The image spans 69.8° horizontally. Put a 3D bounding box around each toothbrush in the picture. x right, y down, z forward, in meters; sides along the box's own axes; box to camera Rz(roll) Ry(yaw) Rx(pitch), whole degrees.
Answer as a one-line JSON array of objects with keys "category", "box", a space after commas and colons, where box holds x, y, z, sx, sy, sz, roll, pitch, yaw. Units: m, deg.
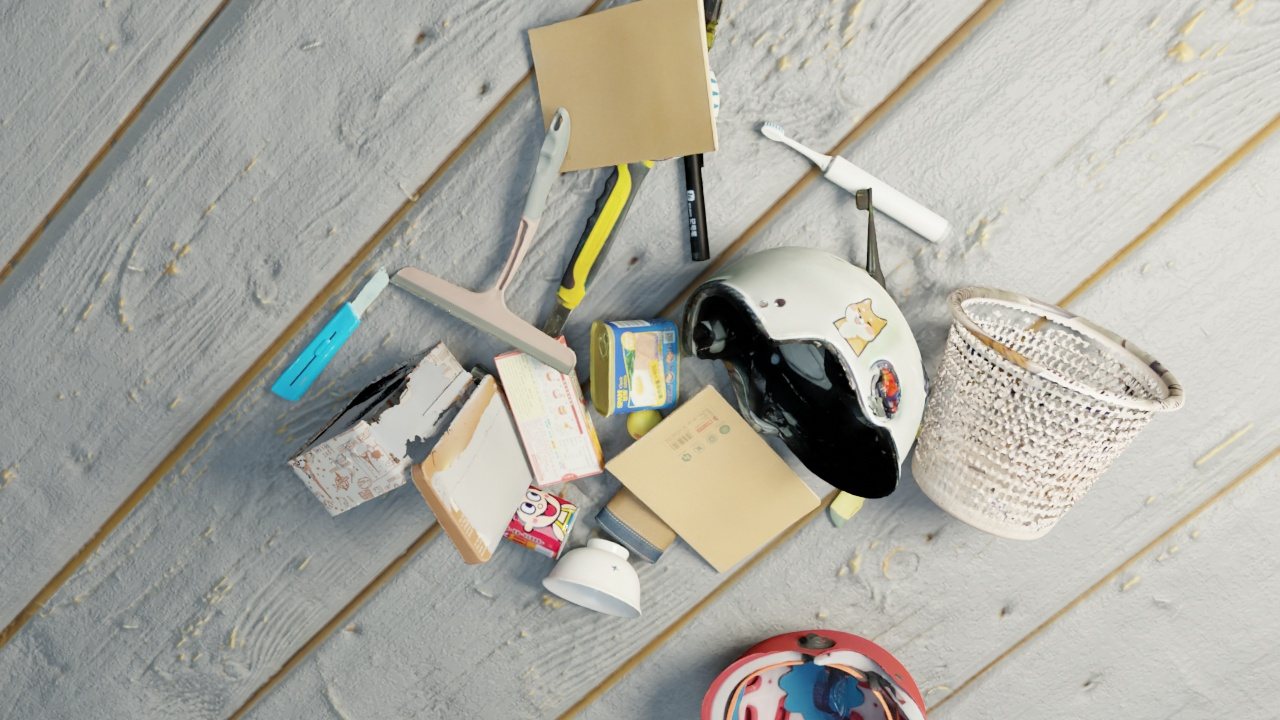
[{"category": "toothbrush", "box": [0.222, -0.187, 0.952, 0.221, 0.026, 0.027, 30, 138, -1]}, {"category": "toothbrush", "box": [0.244, -0.075, 0.963, 0.027, 0.026, 0.213, -4, 108, 16]}]

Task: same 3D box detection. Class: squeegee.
[{"category": "squeegee", "box": [-0.123, -0.147, 0.978, 0.248, 0.040, 0.250, 28, 102, 20]}]

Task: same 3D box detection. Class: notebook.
[{"category": "notebook", "box": [-0.022, -0.271, 0.911, 0.212, 0.012, 0.149, 2, 106, 37]}, {"category": "notebook", "box": [0.083, 0.136, 1.012, 0.148, 0.008, 0.207, -39, 115, 14]}]

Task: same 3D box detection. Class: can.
[{"category": "can", "box": [-0.006, 0.006, 0.988, 0.083, 0.057, 0.102, -5, 104, -23]}, {"category": "can", "box": [-0.124, 0.179, 1.047, 0.094, 0.066, 0.066, 23, 104, 1]}]

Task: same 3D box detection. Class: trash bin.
[{"category": "trash bin", "box": [0.376, 0.060, 0.909, 0.227, 0.227, 0.192, 18, 116, 1]}]

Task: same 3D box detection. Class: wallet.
[{"category": "wallet", "box": [0.016, 0.166, 1.049, 0.090, 0.033, 0.115, 37, 103, -6]}]

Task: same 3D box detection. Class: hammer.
[{"category": "hammer", "box": [-0.070, -0.081, 1.003, 0.126, 0.031, 0.324, 28, 103, -1]}]

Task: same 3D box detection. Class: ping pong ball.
[{"category": "ping pong ball", "box": [0.005, 0.071, 1.023, 0.040, 0.040, 0.040, 1, 102, 5]}]

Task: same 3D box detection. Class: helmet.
[{"category": "helmet", "box": [0.182, -0.008, 0.915, 0.274, 0.230, 0.156, 44, 72, -8]}, {"category": "helmet", "box": [0.200, 0.391, 1.026, 0.240, 0.143, 0.207, 12, 103, 18]}]

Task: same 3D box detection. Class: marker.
[{"category": "marker", "box": [0.060, -0.172, 0.976, 0.022, 0.020, 0.132, -10, 102, -22]}]

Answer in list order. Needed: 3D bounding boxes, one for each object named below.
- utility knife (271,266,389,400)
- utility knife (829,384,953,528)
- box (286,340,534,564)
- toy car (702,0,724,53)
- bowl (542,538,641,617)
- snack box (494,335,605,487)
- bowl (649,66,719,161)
[{"category": "utility knife", "box": [-0.351, -0.029, 1.048, 0.034, 0.018, 0.205, 44, 104, -1]}, {"category": "utility knife", "box": [0.276, 0.104, 1.014, 0.031, 0.021, 0.207, 35, 109, -7]}, {"category": "box", "box": [-0.223, 0.109, 0.981, 0.157, 0.182, 0.193, -23, 110, 30]}, {"category": "toy car", "box": [0.056, -0.379, 0.917, 0.070, 0.042, 0.158, 18, 108, 1]}, {"category": "bowl", "box": [-0.047, 0.243, 1.048, 0.118, 0.118, 0.064, 18, 64, 2]}, {"category": "snack box", "box": [-0.098, 0.057, 1.005, 0.077, 0.027, 0.156, -15, 103, 11]}, {"category": "bowl", "box": [0.032, -0.261, 0.924, 0.117, 0.066, 0.116, 12, 110, 35]}]
